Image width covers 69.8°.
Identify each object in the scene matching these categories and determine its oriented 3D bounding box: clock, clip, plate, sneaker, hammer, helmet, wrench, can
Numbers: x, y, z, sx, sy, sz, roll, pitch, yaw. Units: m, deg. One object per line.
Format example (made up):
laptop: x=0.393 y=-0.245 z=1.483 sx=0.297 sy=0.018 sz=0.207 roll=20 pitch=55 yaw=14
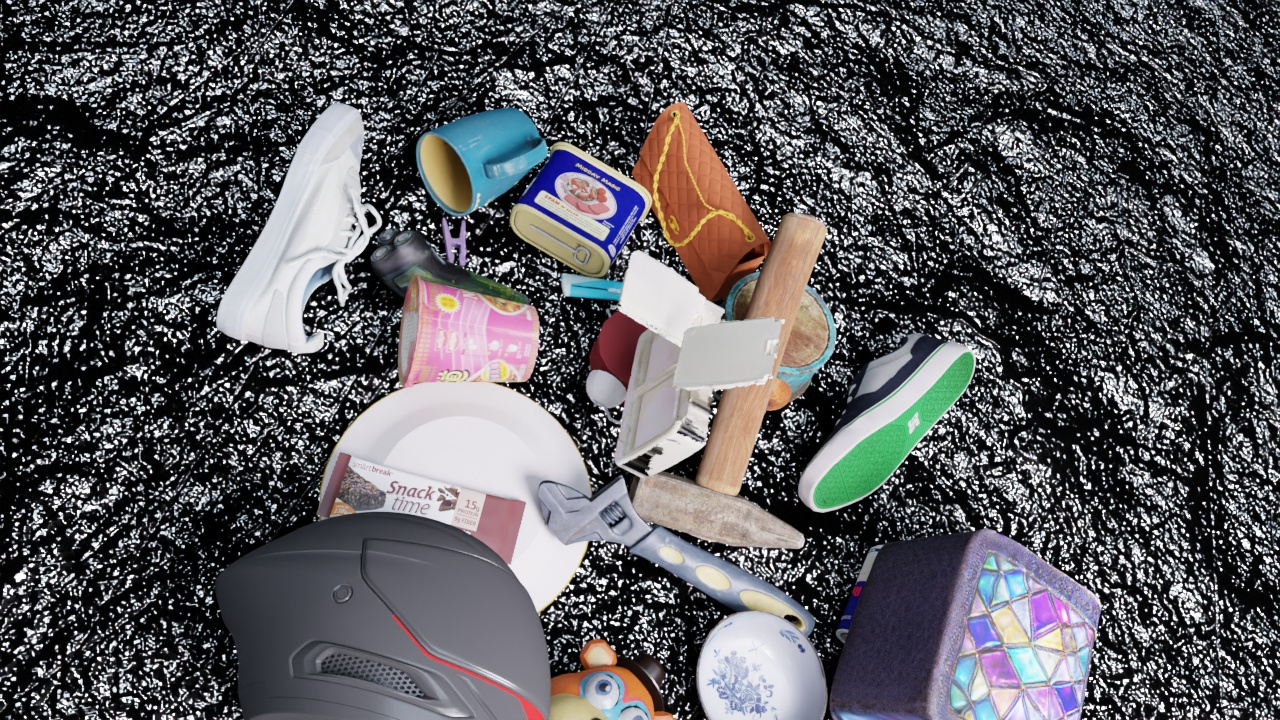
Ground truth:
clock: x=-0.005 y=0.005 z=0.863 sx=0.087 sy=0.044 sz=0.124 roll=12 pitch=61 yaw=-11
clip: x=-0.181 y=-0.114 z=0.887 sx=0.035 sy=0.013 sz=0.051 roll=1 pitch=67 yaw=-15
plate: x=-0.150 y=0.116 z=0.775 sx=0.229 sy=0.021 sz=0.229 roll=7 pitch=63 yaw=-14
sneaker: x=-0.282 y=-0.116 z=0.819 sx=0.090 sy=0.090 sz=0.241 roll=21 pitch=66 yaw=-11
hammer: x=0.107 y=0.015 z=0.815 sx=0.158 sy=0.037 sz=0.301 roll=18 pitch=91 yaw=-8
helmet: x=-0.172 y=0.192 z=0.637 sx=0.265 sy=0.164 sz=0.169 roll=8 pitch=47 yaw=10
wrench: x=0.034 y=0.170 z=0.784 sx=0.273 sy=0.022 sz=0.073 roll=31 pitch=91 yaw=-10
can: x=0.209 y=0.214 z=0.832 sx=0.032 sy=0.032 sz=0.095 roll=33 pitch=60 yaw=0
can: x=-0.061 y=-0.148 z=0.916 sx=0.116 sy=0.057 sz=0.092 roll=30 pitch=61 yaw=-1
sneaker: x=0.225 y=0.055 z=0.901 sx=0.234 sy=0.084 sz=0.079 roll=-39 pitch=45 yaw=-21
clock: x=0.113 y=-0.009 z=0.890 sx=0.121 sy=0.073 sz=0.157 roll=40 pitch=56 yaw=6

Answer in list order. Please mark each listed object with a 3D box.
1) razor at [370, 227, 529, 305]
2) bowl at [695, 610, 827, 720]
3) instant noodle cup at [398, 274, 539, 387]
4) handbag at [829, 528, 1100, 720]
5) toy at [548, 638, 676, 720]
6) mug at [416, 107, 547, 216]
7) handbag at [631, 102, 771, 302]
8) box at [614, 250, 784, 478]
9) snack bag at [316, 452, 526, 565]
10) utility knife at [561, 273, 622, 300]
razor: x=-0.171 y=-0.074 z=0.841 sx=0.151 sy=0.067 sz=0.053 roll=20 pitch=48 yaw=-16
bowl: x=0.093 y=0.270 z=0.760 sx=0.114 sy=0.045 sz=0.114 roll=7 pitch=62 yaw=-14
instant noodle cup: x=-0.150 y=-0.021 z=0.808 sx=0.108 sy=0.098 sz=0.097 roll=6 pitch=63 yaw=-23
handbag: x=0.289 y=0.272 z=0.768 sx=0.222 sy=0.126 sz=0.204 roll=39 pitch=58 yaw=-16
toy: x=-0.048 y=0.290 z=0.687 sx=0.112 sy=0.096 sz=0.175 roll=43 pitch=49 yaw=8
mug: x=-0.142 y=-0.198 z=0.890 sx=0.112 sy=0.084 sz=0.104 roll=14 pitch=39 yaw=40
handbag: x=0.056 y=-0.157 z=0.925 sx=0.060 sy=0.109 sz=0.172 roll=-20 pitch=72 yaw=-25
box: x=0.021 y=-0.014 z=0.726 sx=0.106 sy=0.194 sz=0.143 roll=27 pitch=51 yaw=-23
snack bag: x=-0.175 y=0.119 z=0.744 sx=0.158 sy=0.013 sz=0.056 roll=17 pitch=59 yaw=-8
utility knife: x=-0.005 y=-0.069 z=0.916 sx=0.151 sy=0.015 sz=0.022 roll=4 pitch=92 yaw=-16
